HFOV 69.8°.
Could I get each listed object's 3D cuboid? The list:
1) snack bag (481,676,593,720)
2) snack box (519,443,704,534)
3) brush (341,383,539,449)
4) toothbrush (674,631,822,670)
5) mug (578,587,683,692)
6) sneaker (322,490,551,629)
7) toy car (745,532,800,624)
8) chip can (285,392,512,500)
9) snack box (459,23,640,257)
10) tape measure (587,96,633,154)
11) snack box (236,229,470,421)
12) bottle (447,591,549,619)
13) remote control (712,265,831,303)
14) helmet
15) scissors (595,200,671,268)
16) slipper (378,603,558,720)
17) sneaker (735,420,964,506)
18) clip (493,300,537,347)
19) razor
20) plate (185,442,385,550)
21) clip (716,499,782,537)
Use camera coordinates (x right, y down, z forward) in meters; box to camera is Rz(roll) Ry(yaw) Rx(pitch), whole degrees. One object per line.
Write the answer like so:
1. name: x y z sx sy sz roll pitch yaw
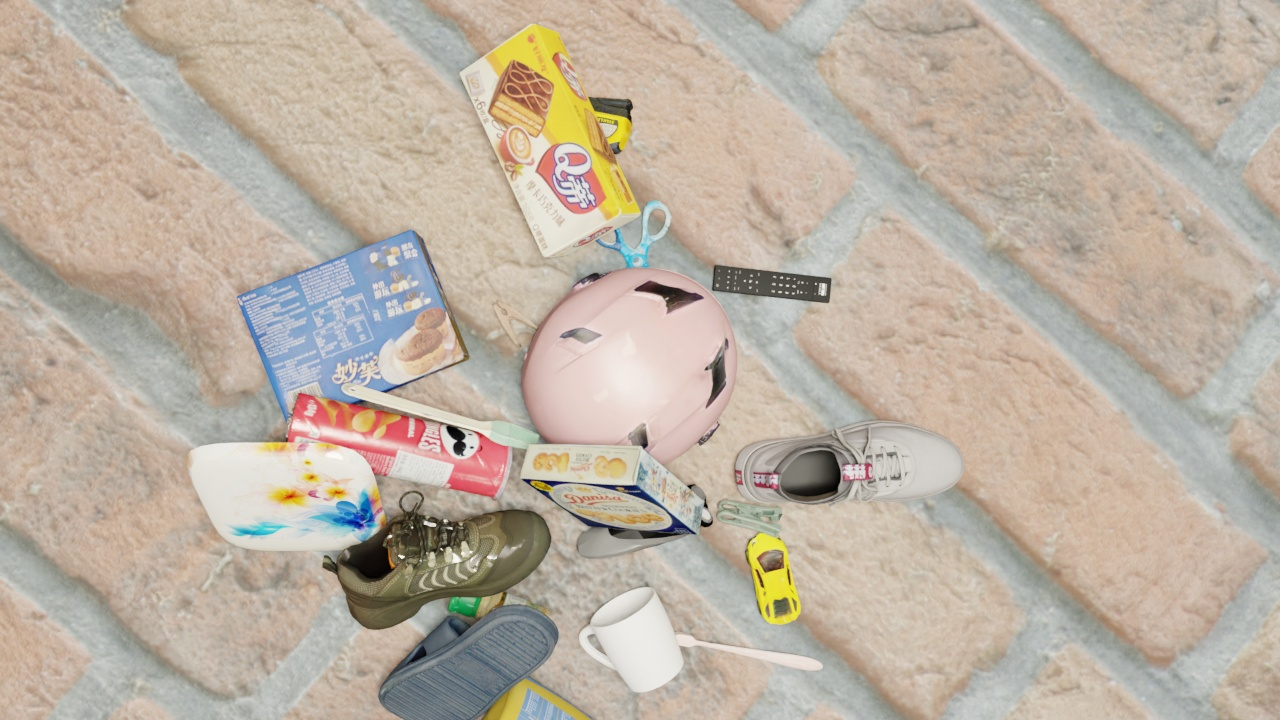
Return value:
1. snack bag: -0.099 0.429 0.952 0.159 0.205 0.102 35 86 -2
2. snack box: -0.028 0.135 0.960 0.145 0.145 0.042 -2 60 33
3. brush: -0.214 0.060 0.990 0.217 0.033 0.012 17 113 -12
4. toothbrush: 0.125 0.338 1.066 0.181 0.018 0.015 13 89 -6
5. mug: -0.015 0.319 1.033 0.114 0.080 0.087 -23 97 27
6. sneaker: -0.225 0.190 0.978 0.238 0.101 0.143 -21 132 1
7. toy car: 0.153 0.251 1.062 0.049 0.030 0.107 -15 88 -3
8. chip can: -0.259 0.093 0.984 0.232 0.073 0.073 15 87 -21
9. snack box: -0.099 -0.242 1.023 0.110 0.061 0.230 -25 90 23
10. tape measure: -0.043 -0.269 1.059 0.066 0.037 0.064 5 86 10
11. snack box: -0.314 -0.035 1.020 0.202 0.069 0.155 -22 90 -3
12. bottle: -0.160 0.281 1.035 0.111 0.043 0.043 21 87 -4
13. remote control: 0.155 -0.090 1.081 0.140 0.009 0.030 6 88 -3
14. helmet: -0.006 0.006 1.001 0.255 0.152 0.230 -31 89 -6
15. scissors: -0.016 -0.121 1.071 0.114 0.013 0.140 7 90 -3
16. slipper: -0.179 0.317 0.994 0.101 0.082 0.264 42 121 -16
17. sneaker: 0.244 0.120 1.022 0.263 0.129 0.096 -3 89 -6
18. clip: -0.141 -0.048 1.054 0.039 0.024 0.060 -29 87 -4
19. razor: 0.002 0.190 1.043 0.156 0.060 0.057 -27 47 11
20. plate: -0.372 0.151 0.970 0.187 0.187 0.016 0 47 -4
21. clip: 0.128 0.175 1.066 0.078 0.023 0.049 21 47 7
